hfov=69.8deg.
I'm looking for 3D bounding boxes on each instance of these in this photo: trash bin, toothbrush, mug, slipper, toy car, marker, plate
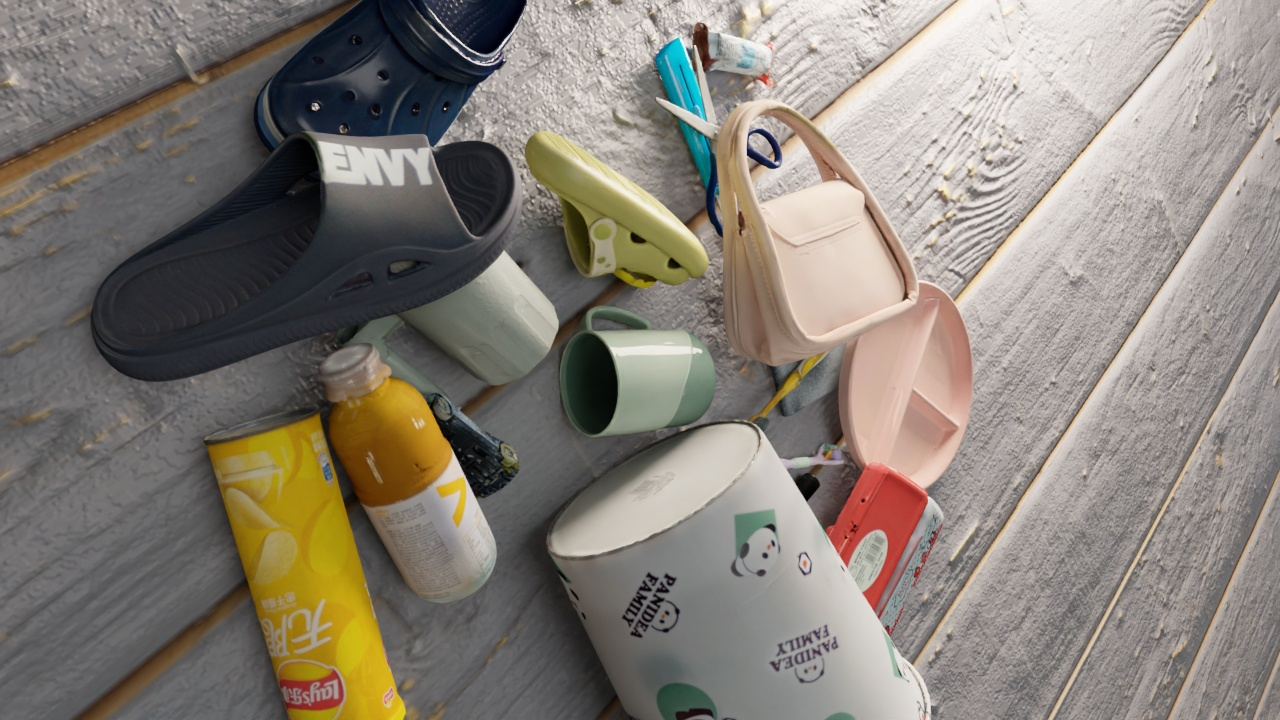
[{"bbox_3d":[0.067,0.199,0.709,0.228,0.230,0.252,-36,105,-32],"label":"trash bin"},{"bbox_3d":[0.122,0.098,0.872,0.188,0.029,0.021,-3,128,-36],"label":"toothbrush"},{"bbox_3d":[-0.004,0.004,0.747,0.106,0.082,0.111,-4,60,-37],"label":"mug"},{"bbox_3d":[-0.029,-0.109,0.733,0.190,0.091,0.082,30,109,-41],"label":"slipper"},{"bbox_3d":[-0.134,0.060,0.662,0.049,0.031,0.105,-39,124,12],"label":"toy car"},{"bbox_3d":[0.153,0.015,0.874,0.190,0.018,0.016,-43,119,-32],"label":"toothbrush"},{"bbox_3d":[-0.132,-0.028,0.638,0.124,0.083,0.103,-44,135,-1],"label":"mug"},{"bbox_3d":[-0.193,-0.075,0.539,0.267,0.083,0.110,-25,61,-15],"label":"slipper"},{"bbox_3d":[-0.147,-0.214,0.629,0.105,0.095,0.252,46,60,-24],"label":"slipper"},{"bbox_3d":[0.129,0.157,0.875,0.131,0.020,0.022,-43,103,-30],"label":"marker"},{"bbox_3d":[0.285,0.029,0.983,0.229,0.028,0.229,-4,97,-40],"label":"plate"}]

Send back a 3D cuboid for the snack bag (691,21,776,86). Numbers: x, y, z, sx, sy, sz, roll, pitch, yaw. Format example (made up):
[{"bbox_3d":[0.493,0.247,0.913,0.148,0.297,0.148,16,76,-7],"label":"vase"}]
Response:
[{"bbox_3d":[0.089,-0.282,0.850,0.105,0.026,0.045,-1,99,-37],"label":"snack bag"}]

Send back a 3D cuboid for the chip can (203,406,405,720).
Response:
[{"bbox_3d":[-0.212,0.140,0.584,0.071,0.072,0.213,-19,99,-36],"label":"chip can"}]

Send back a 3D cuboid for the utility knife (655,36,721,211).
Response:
[{"bbox_3d":[0.058,-0.194,0.831,0.034,0.018,0.191,-35,111,-33],"label":"utility knife"}]

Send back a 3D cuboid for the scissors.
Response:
[{"bbox_3d":[0.074,-0.193,0.826,0.162,0.012,0.176,-12,97,-42],"label":"scissors"}]

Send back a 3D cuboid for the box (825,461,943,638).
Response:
[{"bbox_3d":[0.238,0.218,0.926,0.161,0.060,0.201,36,79,-33],"label":"box"}]

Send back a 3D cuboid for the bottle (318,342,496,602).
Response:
[{"bbox_3d":[-0.155,0.076,0.607,0.067,0.068,0.190,-39,126,-32],"label":"bottle"}]

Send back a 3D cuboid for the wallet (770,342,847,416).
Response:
[{"bbox_3d":[0.171,-0.009,0.914,0.120,0.019,0.097,-24,105,-37],"label":"wallet"}]

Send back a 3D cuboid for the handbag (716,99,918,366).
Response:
[{"bbox_3d":[0.143,-0.126,0.834,0.192,0.094,0.234,-24,97,-39],"label":"handbag"}]
